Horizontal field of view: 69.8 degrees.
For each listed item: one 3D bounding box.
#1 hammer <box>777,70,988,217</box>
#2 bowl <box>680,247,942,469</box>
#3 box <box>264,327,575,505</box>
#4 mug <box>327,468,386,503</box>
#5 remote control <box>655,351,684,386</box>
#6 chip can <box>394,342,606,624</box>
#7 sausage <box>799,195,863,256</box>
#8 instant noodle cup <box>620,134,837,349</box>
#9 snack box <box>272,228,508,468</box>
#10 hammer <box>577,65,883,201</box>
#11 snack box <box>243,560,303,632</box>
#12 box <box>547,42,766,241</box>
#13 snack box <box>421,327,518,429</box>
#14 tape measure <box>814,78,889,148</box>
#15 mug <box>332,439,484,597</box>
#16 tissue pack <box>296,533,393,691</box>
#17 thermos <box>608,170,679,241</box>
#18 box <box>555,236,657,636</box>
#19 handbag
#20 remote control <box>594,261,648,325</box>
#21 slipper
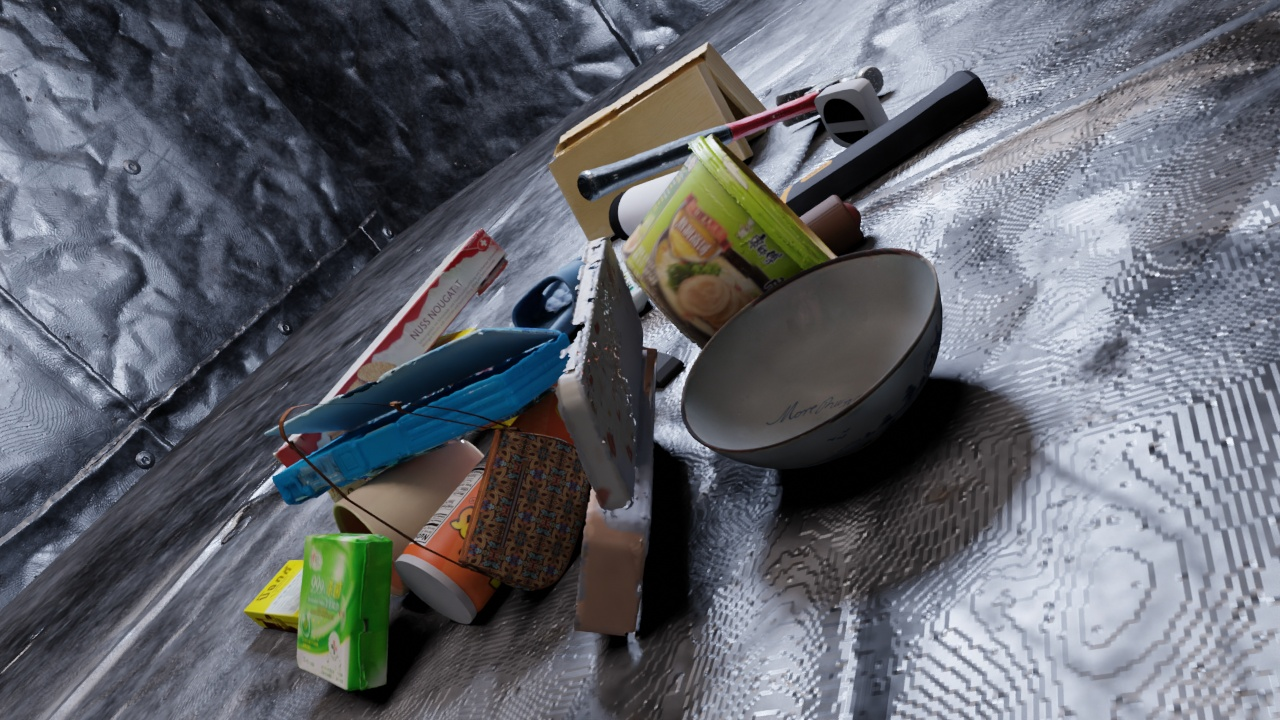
[{"bbox_3d":[0.145,-0.144,0.780,0.313,0.035,0.139,-33,22,14],"label":"hammer"},{"bbox_3d":[0.097,0.009,0.480,0.151,0.057,0.150,-30,24,15],"label":"bowl"},{"bbox_3d":[-0.165,0.032,0.661,0.244,0.066,0.090,-22,9,31],"label":"box"},{"bbox_3d":[-0.218,0.088,0.834,0.122,0.081,0.097,-41,4,47],"label":"mug"},{"bbox_3d":[-0.004,0.004,0.746,0.039,0.010,0.125,-45,21,-16],"label":"remote control"},{"bbox_3d":[-0.077,0.077,0.634,0.062,0.062,0.209,-13,31,50],"label":"chip can"},{"bbox_3d":[0.096,-0.068,0.689,0.156,0.040,0.040,-34,20,14],"label":"sausage"},{"bbox_3d":[0.060,-0.066,0.605,0.098,0.146,0.146,-45,17,15],"label":"instant noodle cup"},{"bbox_3d":[-0.221,-0.009,0.840,0.077,0.044,0.272,-22,29,54],"label":"snack box"},{"bbox_3d":[0.080,-0.226,0.924,0.325,0.036,0.141,-25,13,-22],"label":"hammer"},{"bbox_3d":[-0.290,0.202,0.792,0.149,0.025,0.061,-15,31,49],"label":"snack box"},{"bbox_3d":[0.015,-0.265,1.137,0.249,0.141,0.148,-24,31,35],"label":"box"},{"bbox_3d":[-0.187,0.023,0.908,0.042,0.092,0.201,-49,22,-27],"label":"snack box"},{"bbox_3d":[0.190,-0.216,0.814,0.016,0.064,0.065,-45,27,-18],"label":"tape measure"},{"bbox_3d":[-0.149,0.115,0.673,0.111,0.085,0.104,22,46,36],"label":"mug"},{"bbox_3d":[-0.198,0.165,0.612,0.114,0.034,0.099,-11,76,51],"label":"tissue pack"},{"bbox_3d":[0.047,-0.171,0.968,0.101,0.068,0.230,-36,17,-20],"label":"thermos"},{"bbox_3d":[-0.017,0.030,0.518,0.063,0.157,0.216,-11,24,8],"label":"box"},{"bbox_3d":[-0.118,0.069,0.527,0.043,0.195,0.093,-4,66,48],"label":"handbag"},{"bbox_3d":[-0.020,-0.065,0.911,0.050,0.022,0.133,-37,19,5],"label":"remote control"},{"bbox_3d":[-0.102,-0.053,0.981,0.104,0.059,0.213,-27,24,35],"label":"slipper"}]
